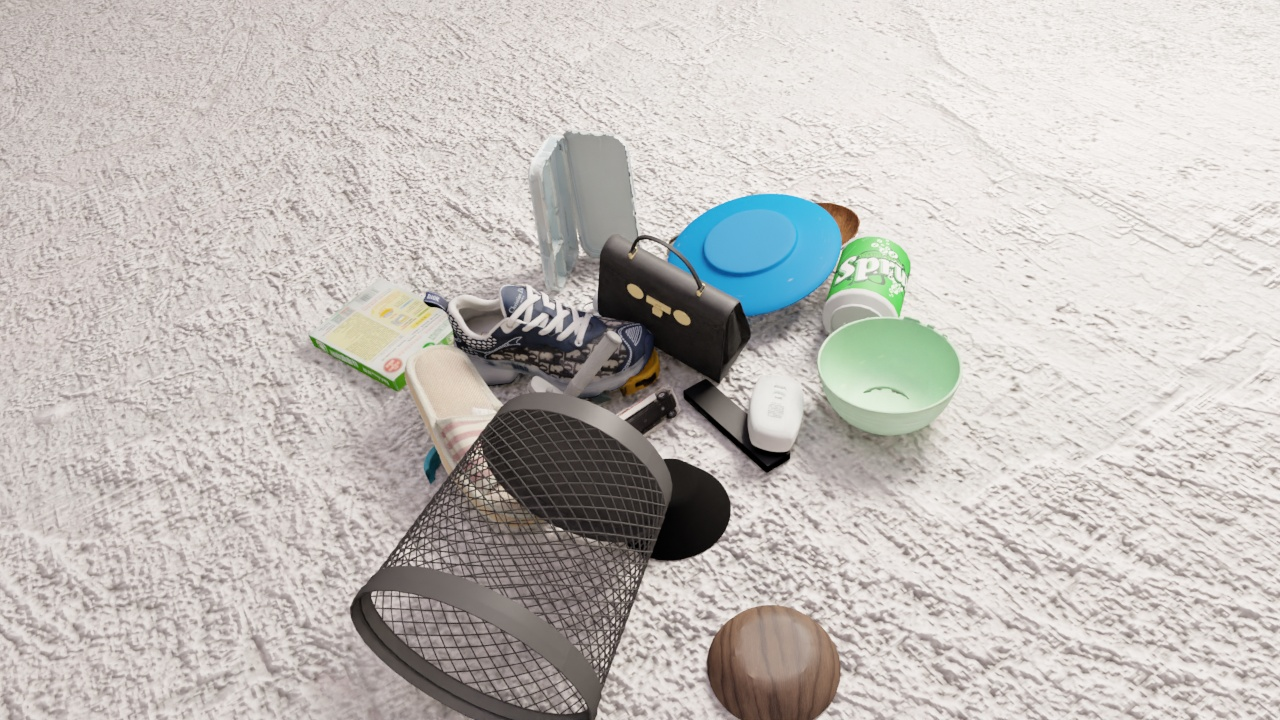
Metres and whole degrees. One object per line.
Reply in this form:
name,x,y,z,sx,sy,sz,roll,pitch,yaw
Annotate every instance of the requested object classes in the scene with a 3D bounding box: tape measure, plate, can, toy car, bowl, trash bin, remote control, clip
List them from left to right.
clip,-0.213,0.099,1.050,0.120,0.033,0.122,-36,50,-20
trash bin,-0.098,0.174,0.814,0.218,0.218,0.226,11,47,20
toy car,-0.008,0.069,1.040,0.112,0.039,0.039,-34,28,-24
tape measure,-0.007,0.006,1.105,0.059,0.030,0.068,-19,48,-10
bowl,0.030,0.139,0.947,0.124,0.053,0.123,-5,44,5
remote control,0.106,0.071,1.032,0.034,0.013,0.150,-27,47,-23
plate,0.141,-0.146,1.169,0.224,0.024,0.223,-10,47,11
bowl,0.118,0.264,0.819,0.119,0.032,0.119,-5,44,5
remote control,0.150,0.057,1.014,0.060,0.028,0.114,10,36,5
bowl,0.231,-0.162,1.196,0.102,0.026,0.114,27,57,34
can,0.275,-0.085,1.110,0.088,0.088,0.139,10,47,18
bowl,0.269,0.027,1.004,0.151,0.077,0.150,-5,44,4

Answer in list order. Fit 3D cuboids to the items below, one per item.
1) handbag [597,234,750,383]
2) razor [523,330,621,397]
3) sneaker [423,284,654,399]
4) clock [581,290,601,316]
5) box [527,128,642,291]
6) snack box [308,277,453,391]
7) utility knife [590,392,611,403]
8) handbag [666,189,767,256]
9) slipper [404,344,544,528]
handbag,0.033,-0.081,1.034,0.176,0.196,0.072,30,72,16
razor,-0.061,0.016,1.025,0.088,0.116,0.047,34,18,-15
sneaker,-0.120,-0.037,1.073,0.270,0.132,0.103,3,54,22
clock,-0.016,-0.064,1.175,0.123,0.035,0.094,-3,44,5
box,-0.076,-0.186,1.186,0.129,0.211,0.104,7,48,17
snack box,-0.332,-0.038,1.207,0.168,0.027,0.131,24,54,29
utility knife,-0.115,0.001,1.142,0.220,0.015,0.031,33,62,33
handbag,0.139,-0.167,1.248,0.185,0.047,0.124,-32,50,-22
slipper,-0.174,0.069,1.012,0.114,0.052,0.263,-19,55,-34
